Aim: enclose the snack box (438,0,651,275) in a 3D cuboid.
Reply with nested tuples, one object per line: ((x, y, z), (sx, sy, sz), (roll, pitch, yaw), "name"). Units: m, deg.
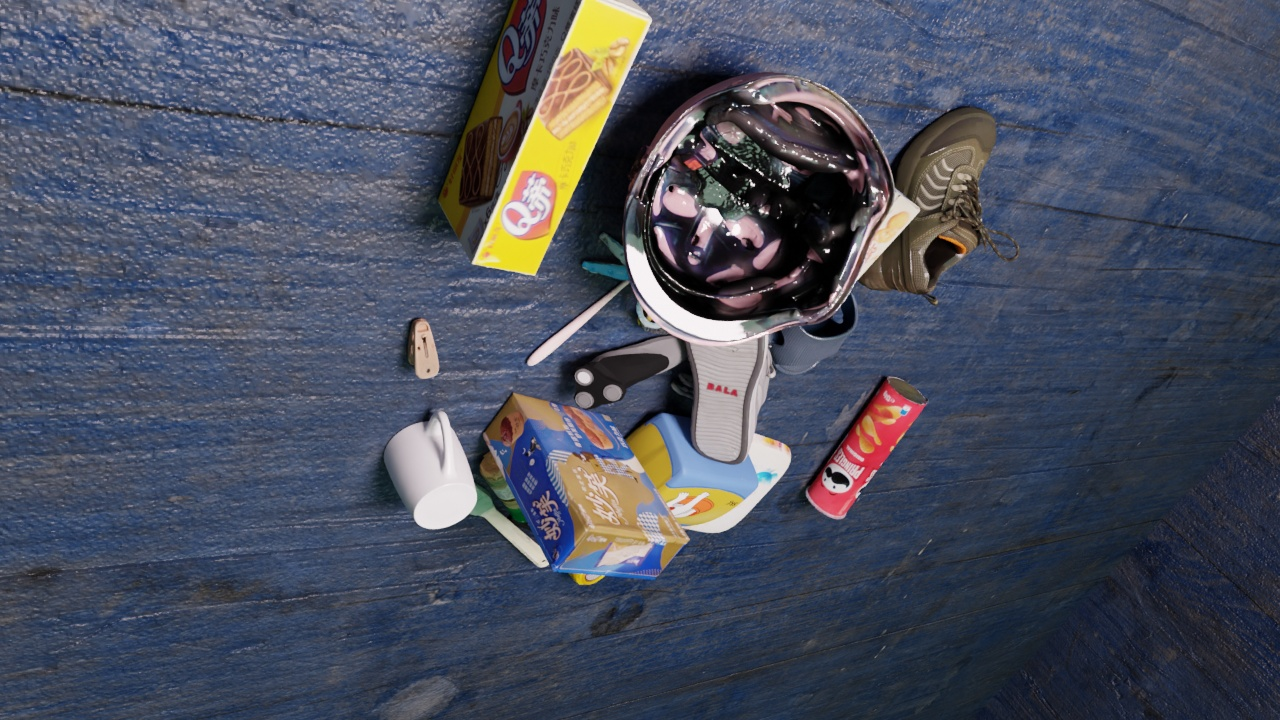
((-0.085, -0.194, 0.734), (0.061, 0.110, 0.231), (7, 125, -35), "snack box")

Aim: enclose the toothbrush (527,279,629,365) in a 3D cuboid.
((-0.049, -0.051, 0.974), (0.181, 0.018, 0.015), (-39, 140, 5), "toothbrush")

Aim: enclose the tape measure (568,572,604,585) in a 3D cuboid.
((-0.071, 0.277, 1.265), (0.065, 0.037, 0.064), (-21, 135, -38), "tape measure")

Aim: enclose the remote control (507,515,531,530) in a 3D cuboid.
((-0.117, 0.215, 1.195), (0.030, 0.009, 0.140), (-45, 140, 11), "remote control")

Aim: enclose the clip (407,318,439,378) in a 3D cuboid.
((-0.214, -0.015, 0.894), (0.024, 0.039, 0.060), (-11, 112, -28), "clip")

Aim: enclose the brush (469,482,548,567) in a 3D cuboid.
((-0.166, 0.208, 1.138), (0.033, 0.012, 0.218), (-33, 135, 1), "brush")

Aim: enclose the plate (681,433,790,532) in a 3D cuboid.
((0.126, 0.183, 1.329), (0.186, 0.016, 0.187), (21, 115, -45), "plate")

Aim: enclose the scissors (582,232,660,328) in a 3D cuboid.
((0.008, -0.097, 0.948), (0.114, 0.013, 0.140), (-38, 122, 11), "scissors")

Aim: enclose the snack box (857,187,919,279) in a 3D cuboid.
((0.191, -0.141, 0.951), (0.042, 0.145, 0.145), (26, 113, -36), "snack box")

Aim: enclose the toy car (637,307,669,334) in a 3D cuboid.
((0.034, -0.074, 0.998), (0.049, 0.030, 0.107), (12, 119, -29), "toy car")

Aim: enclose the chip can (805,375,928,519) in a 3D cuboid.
((0.340, 0.132, 1.387), (0.073, 0.073, 0.233), (5, 125, -38), "chip can")

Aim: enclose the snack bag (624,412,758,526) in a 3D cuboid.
((0.024, 0.168, 1.189), (0.158, 0.102, 0.206), (16, 132, -44), "snack bag")

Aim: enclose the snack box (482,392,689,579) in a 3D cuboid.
((-0.062, 0.138, 1.005), (0.154, 0.202, 0.069), (17, 117, -44), "snack box")

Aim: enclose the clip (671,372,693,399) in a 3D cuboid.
((0.064, 0.040, 1.141), (0.078, 0.023, 0.049), (6, 125, -41), "clip")

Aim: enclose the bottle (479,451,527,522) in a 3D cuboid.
((-0.152, 0.147, 1.079), (0.043, 0.043, 0.111), (-30, 139, -7), "bottle")

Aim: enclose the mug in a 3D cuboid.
((-0.214, 0.110, 0.960), (0.080, 0.087, 0.114), (-2, 130, -34), "mug")

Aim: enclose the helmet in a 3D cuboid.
((0.092, -0.145, 0.859), (0.230, 0.152, 0.256), (23, 110, -19), "helmet")

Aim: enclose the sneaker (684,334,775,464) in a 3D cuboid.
((0.115, -0.014, 1.076), (0.128, 0.097, 0.263), (-49, 143, -52), "sneaker")

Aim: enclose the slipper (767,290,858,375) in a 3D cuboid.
((0.210, -0.063, 1.096), (0.101, 0.082, 0.264), (-20, 138, -15), "slipper")

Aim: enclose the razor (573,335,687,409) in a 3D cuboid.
((-0.006, 0.006, 1.036), (0.155, 0.060, 0.057), (-29, 132, -39), "razor")

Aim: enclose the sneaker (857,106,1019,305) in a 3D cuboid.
((0.351, -0.169, 1.021), (0.101, 0.143, 0.238), (26, 96, -46), "sneaker")
